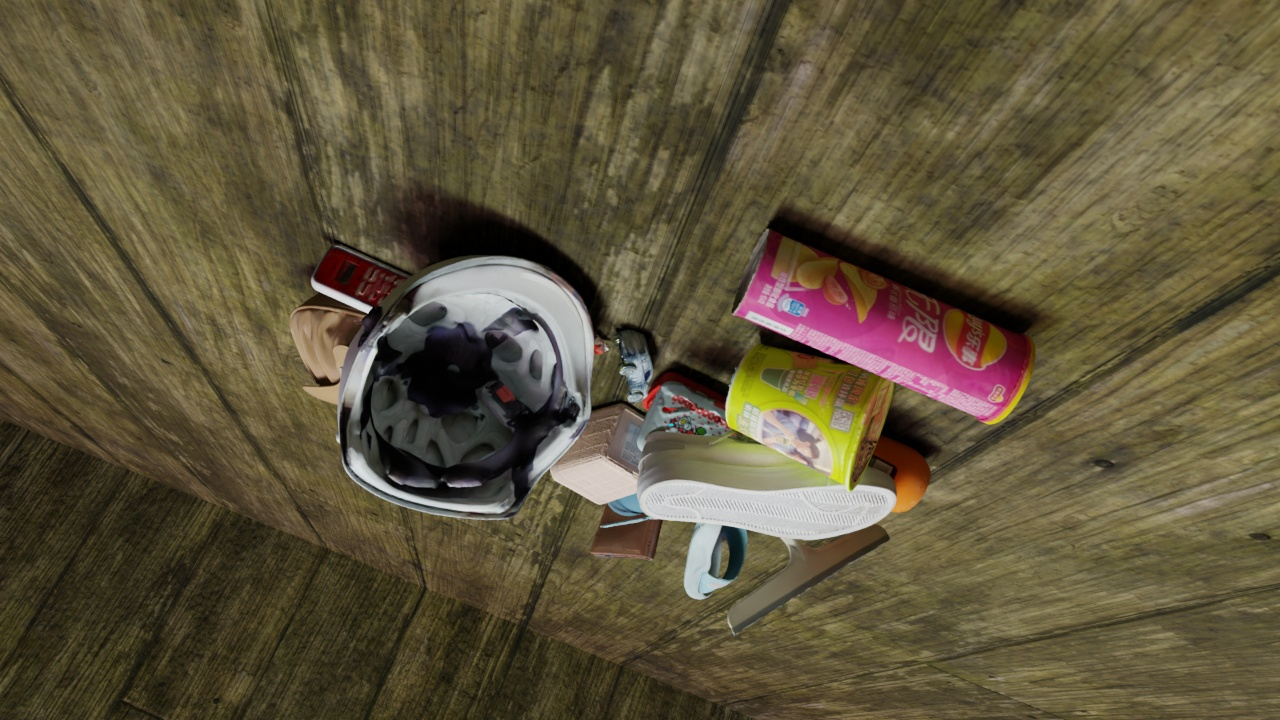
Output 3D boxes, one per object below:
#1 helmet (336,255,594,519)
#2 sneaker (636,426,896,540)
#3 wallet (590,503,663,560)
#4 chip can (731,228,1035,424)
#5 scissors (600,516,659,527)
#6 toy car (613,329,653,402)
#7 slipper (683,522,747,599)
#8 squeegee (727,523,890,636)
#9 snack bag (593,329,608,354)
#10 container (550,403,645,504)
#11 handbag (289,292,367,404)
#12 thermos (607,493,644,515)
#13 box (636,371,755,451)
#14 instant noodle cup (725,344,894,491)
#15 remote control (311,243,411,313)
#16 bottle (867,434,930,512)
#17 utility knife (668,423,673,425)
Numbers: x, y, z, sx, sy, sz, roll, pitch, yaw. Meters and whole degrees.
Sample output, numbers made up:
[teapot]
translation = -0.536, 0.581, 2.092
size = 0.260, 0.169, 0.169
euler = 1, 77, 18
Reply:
[helmet]
translation = -0.169, 0.011, 0.870
size = 0.228, 0.259, 0.146
euler = 20, -171, -29
[sneaker]
translation = 0.116, 0.105, 0.864
size = 0.242, 0.090, 0.090
euler = 5, 133, -5
[wallet]
translation = -0.013, 0.232, 1.296
size = 0.032, 0.101, 0.125
euler = 35, 152, -30
[chip can]
translation = 0.176, -0.026, 0.675
size = 0.210, 0.071, 0.072
euler = 23, 155, -2
[scissors]
translation = 0.012, 0.203, 1.184
size = 0.137, 0.017, 0.084
euler = -8, 171, -11
[toy car]
translation = -0.005, 0.005, 0.915
size = 0.034, 0.043, 0.091
euler = -15, 146, -3
[slipper]
translation = 0.108, 0.248, 1.241
size = 0.074, 0.103, 0.246
euler = 15, 148, 10
[squeegee]
translation = 0.105, 0.147, 0.981
size = 0.246, 0.245, 0.039
euler = 39, 132, 35
[snack bag]
translation = -0.086, -0.021, 0.940
size = 0.104, 0.026, 0.048
euler = 2, 142, 37
[container]
translation = -0.034, 0.110, 1.088
size = 0.090, 0.089, 0.111
euler = 33, 150, -23
[handbag]
translation = -0.294, 0.000, 1.024
size = 0.205, 0.099, 0.148
euler = 12, 122, 18
[thermos]
translation = 0.021, 0.156, 1.163
size = 0.070, 0.070, 0.221
euler = 30, 154, -17
[box]
translation = 0.091, 0.097, 0.950
size = 0.201, 0.101, 0.095
euler = 26, 154, -8
[instant noodle cup]
translation = 0.144, 0.040, 0.800
size = 0.123, 0.111, 0.112
euler = 20, 156, 23
[remote control]
translation = -0.267, -0.072, 0.947
size = 0.136, 0.055, 0.020
euler = 25, 154, -6
[bottle]
translation = 0.207, 0.090, 0.898
size = 0.149, 0.066, 0.067
euler = 30, 155, -1
[utility knife]
translation = 0.070, 0.093, 1.054
size = 0.159, 0.018, 0.034
euler = 33, 152, -25
